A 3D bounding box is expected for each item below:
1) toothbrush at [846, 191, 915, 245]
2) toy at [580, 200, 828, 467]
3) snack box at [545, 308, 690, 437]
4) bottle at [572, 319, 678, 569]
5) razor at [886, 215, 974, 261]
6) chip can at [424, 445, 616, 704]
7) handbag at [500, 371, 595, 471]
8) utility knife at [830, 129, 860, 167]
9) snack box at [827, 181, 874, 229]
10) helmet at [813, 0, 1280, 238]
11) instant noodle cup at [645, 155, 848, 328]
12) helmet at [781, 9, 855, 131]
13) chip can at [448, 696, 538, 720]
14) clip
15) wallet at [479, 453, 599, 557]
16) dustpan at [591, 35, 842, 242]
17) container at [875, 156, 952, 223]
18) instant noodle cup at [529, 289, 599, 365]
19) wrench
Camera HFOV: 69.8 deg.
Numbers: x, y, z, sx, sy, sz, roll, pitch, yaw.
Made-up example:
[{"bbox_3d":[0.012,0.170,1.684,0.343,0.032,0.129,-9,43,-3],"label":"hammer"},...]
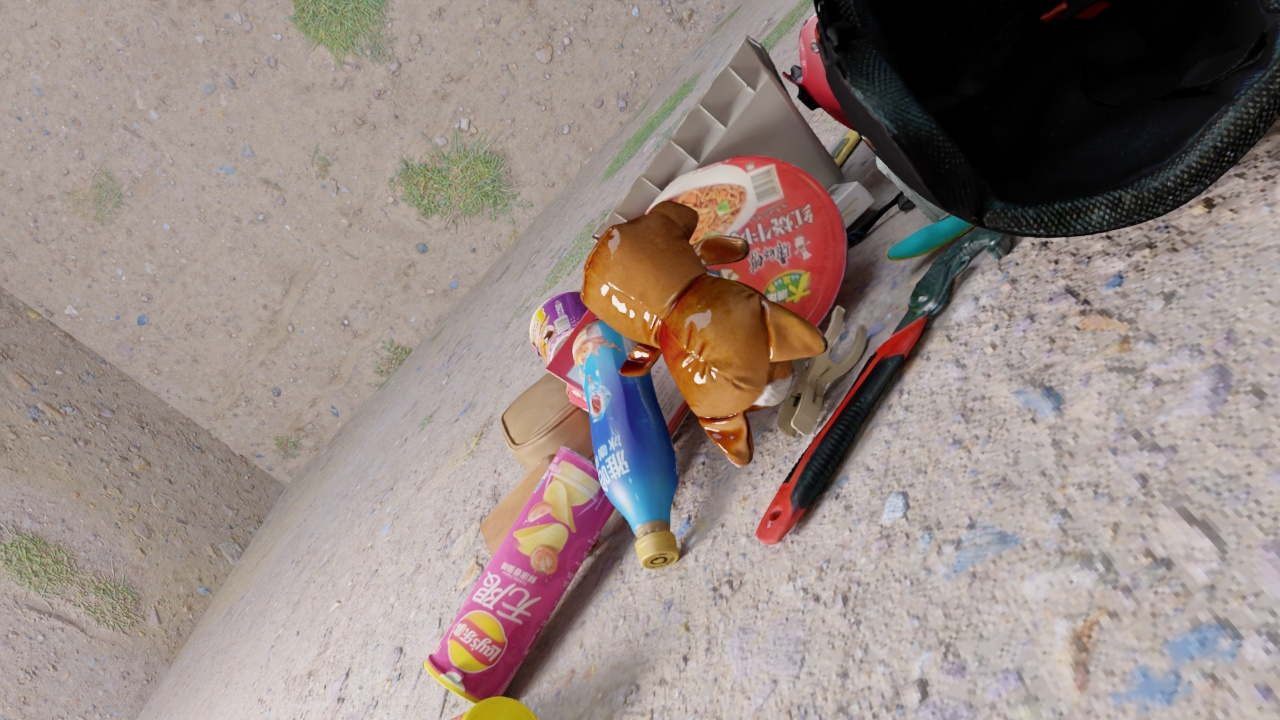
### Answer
[{"bbox_3d":[0.181,-0.103,0.823,0.190,0.014,0.016,-36,47,39],"label":"toothbrush"},{"bbox_3d":[0.047,-0.027,0.694,0.199,0.130,0.140,45,125,38],"label":"toy"},{"bbox_3d":[-0.005,0.005,0.854,0.113,0.127,0.044,-55,-12,-19],"label":"snack box"},{"bbox_3d":[-0.007,0.064,0.742,0.065,0.065,0.218,-39,47,30],"label":"bottle"},{"bbox_3d":[0.238,-0.109,0.665,0.133,0.028,0.043,-36,53,31],"label":"razor"},{"bbox_3d":[-0.093,0.177,0.766,0.210,0.071,0.071,-59,18,-10],"label":"chip can"},{"bbox_3d":[-0.068,0.060,0.963,0.147,0.100,0.204,-42,17,-3],"label":"handbag"},{"bbox_3d":[0.215,-0.219,0.992,0.196,0.020,0.031,-58,17,-10],"label":"utility knife"},{"bbox_3d":[0.143,-0.104,0.858,0.157,0.027,0.084,-44,9,5],"label":"snack box"},{"bbox_3d":[0.219,-0.200,0.512,0.234,0.274,0.229,-29,-4,18],"label":"helmet"},{"bbox_3d":[0.087,-0.076,0.790,0.194,0.194,0.066,-48,-27,6],"label":"instant noodle cup"},{"bbox_3d":[0.248,-0.283,0.832,0.207,0.144,0.240,-40,1,4],"label":"helmet"},{"bbox_3d":[-0.159,0.311,0.677,0.217,0.073,0.073,-36,21,36],"label":"chip can"},{"bbox_3d":[0.136,0.003,0.671,0.092,0.035,0.103,-38,25,37],"label":"clip"},{"bbox_3d":[-0.096,0.160,0.848,0.115,0.020,0.101,-44,56,23],"label":"wallet"},{"bbox_3d":[0.079,-0.177,0.920,0.223,0.257,0.142,-51,41,11],"label":"dustpan"},{"bbox_3d":[0.239,-0.177,0.711,0.090,0.090,0.111,-36,24,38],"label":"container"},{"bbox_3d":[-0.078,-0.020,1.150,0.112,0.111,0.099,-46,27,11],"label":"instant noodle cup"},{"bbox_3d":[0.161,0.012,0.619,0.273,0.016,0.056,-51,17,-9],"label":"wrench"}]
